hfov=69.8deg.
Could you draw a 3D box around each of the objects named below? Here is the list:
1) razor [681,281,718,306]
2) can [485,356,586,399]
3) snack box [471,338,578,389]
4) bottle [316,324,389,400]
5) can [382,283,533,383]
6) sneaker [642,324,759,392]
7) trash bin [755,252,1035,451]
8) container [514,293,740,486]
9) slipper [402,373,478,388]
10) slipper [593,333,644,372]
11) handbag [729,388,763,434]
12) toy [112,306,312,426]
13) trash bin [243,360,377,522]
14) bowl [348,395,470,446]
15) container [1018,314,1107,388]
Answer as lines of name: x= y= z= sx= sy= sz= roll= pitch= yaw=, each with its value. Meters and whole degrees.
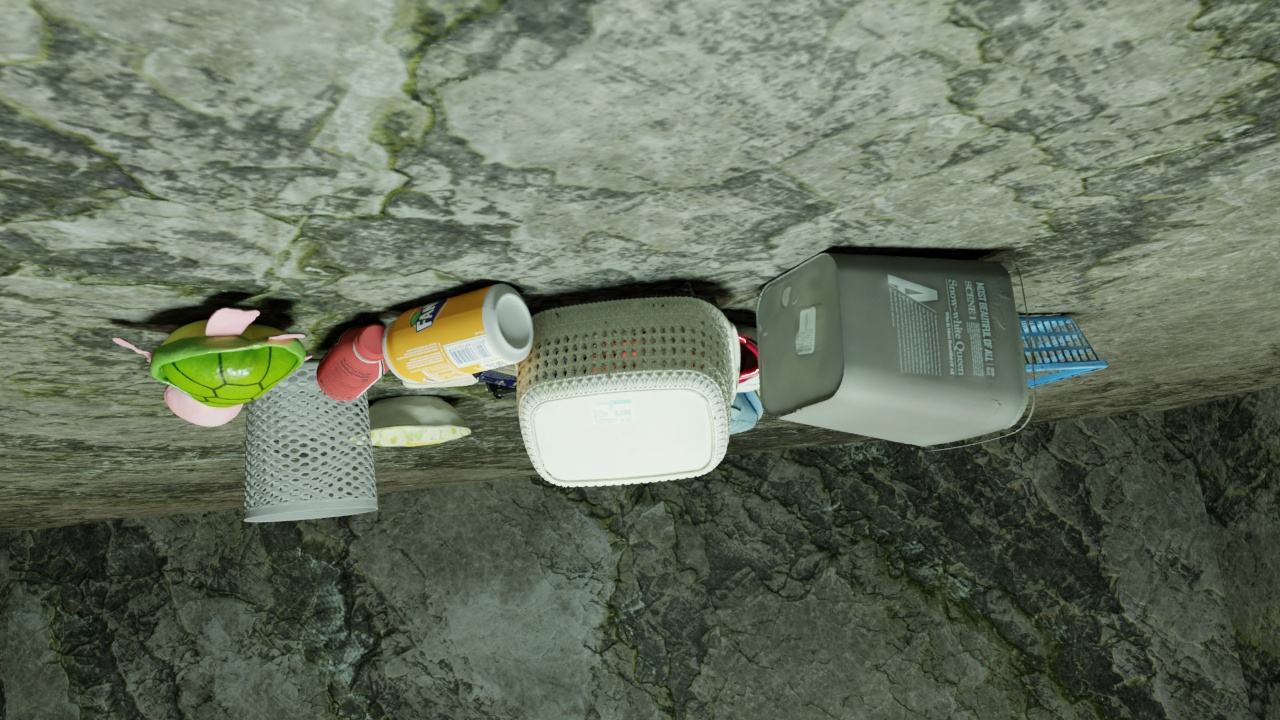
razor: x=0.058 y=-0.065 z=1.003 sx=0.042 sy=0.026 sz=0.106 roll=-6 pitch=165 yaw=11
can: x=-0.136 y=0.017 z=1.212 sx=0.138 sy=0.054 sz=0.054 roll=-9 pitch=168 yaw=15
snack box: x=-0.134 y=-0.004 z=1.081 sx=0.082 sy=0.027 sz=0.150 roll=-47 pitch=159 yaw=9
bottle: x=-0.310 y=-0.001 z=1.008 sx=0.062 sy=0.062 sz=0.177 roll=0 pitch=167 yaw=-29
can: x=-0.183 y=-0.024 z=0.919 sx=0.143 sy=0.079 sz=0.079 roll=-12 pitch=167 yaw=28
sneaker: x=0.120 y=-0.001 z=1.117 sx=0.236 sy=0.090 sz=0.104 roll=10 pitch=-177 yaw=-42
trash bin: x=0.258 y=-0.014 z=0.976 sx=0.219 sy=0.197 sz=0.198 roll=6 pitch=164 yaw=-24
container: x=-0.016 y=0.036 z=0.966 sx=0.252 sy=0.143 sz=0.185 roll=-5 pitch=125 yaw=4
slipper: x=-0.233 y=0.004 z=1.117 sx=0.114 sy=0.054 sz=0.273 roll=-9 pitch=170 yaw=-10
slipper: x=-0.007 y=0.007 z=1.228 sx=0.103 sy=0.059 sz=0.249 roll=3 pitch=164 yaw=-40
handbag: x=0.117 y=0.042 z=1.351 sx=0.119 sy=0.121 sz=0.191 roll=-30 pitch=158 yaw=22
toy: x=-0.416 y=0.004 z=0.917 sx=0.189 sy=0.087 sz=0.239 roll=3 pitch=159 yaw=-43
trash bin: x=-0.417 y=0.103 z=1.156 sx=0.156 sy=0.183 sz=0.156 roll=-6 pitch=169 yaw=-1
bowl: x=-0.368 y=0.094 z=1.460 sx=0.188 sy=0.060 sz=0.219 roll=-6 pitch=168 yaw=1
container: x=0.459 y=0.001 z=1.367 sx=0.361 sy=0.089 sz=0.258 roll=-2 pitch=168 yaw=-20
